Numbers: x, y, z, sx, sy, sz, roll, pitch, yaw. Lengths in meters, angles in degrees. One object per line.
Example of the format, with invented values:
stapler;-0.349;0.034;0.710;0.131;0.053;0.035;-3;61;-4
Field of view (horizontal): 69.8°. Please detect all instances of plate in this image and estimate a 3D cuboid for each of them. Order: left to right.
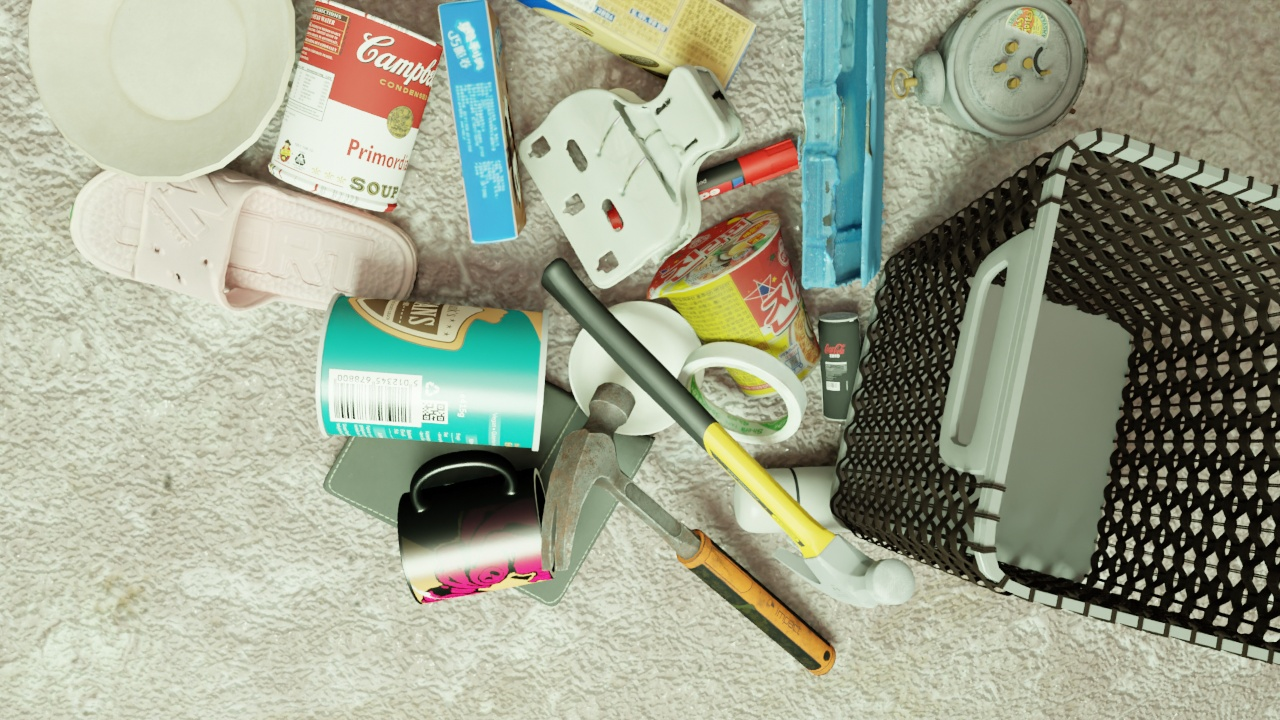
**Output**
plate;-0.317;-0.214;0.616;0.189;0.027;0.189;0;94;7
plate;-0.004;0.004;0.704;0.104;0.026;0.104;-2;102;-9

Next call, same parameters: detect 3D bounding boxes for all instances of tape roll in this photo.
tape roll;0.072;0.025;0.665;0.094;0.018;0.094;19;143;14

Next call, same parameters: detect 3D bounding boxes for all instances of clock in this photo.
clock;0.249;-0.208;0.658;0.148;0.056;0.104;-10;104;-4

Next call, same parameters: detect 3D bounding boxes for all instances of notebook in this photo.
notebook;-0.119;0.082;0.718;0.209;0.029;0.169;30;98;-7

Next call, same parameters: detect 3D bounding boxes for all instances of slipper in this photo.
slipper;-0.280;-0.083;0.646;0.239;0.064;0.094;11;102;-8

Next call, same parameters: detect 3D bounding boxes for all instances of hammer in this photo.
hammer;0.049;0.166;0.702;0.314;0.035;0.137;44;54;-26
hammer;0.047;0.050;0.646;0.323;0.127;0.029;45;73;4

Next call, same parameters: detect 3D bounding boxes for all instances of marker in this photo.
marker;0.046;-0.128;0.681;0.145;0.021;0.023;-20;112;1

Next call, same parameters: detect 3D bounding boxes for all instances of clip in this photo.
clip;0.005;-0.139;0.638;0.152;0.099;0.126;-33;88;17

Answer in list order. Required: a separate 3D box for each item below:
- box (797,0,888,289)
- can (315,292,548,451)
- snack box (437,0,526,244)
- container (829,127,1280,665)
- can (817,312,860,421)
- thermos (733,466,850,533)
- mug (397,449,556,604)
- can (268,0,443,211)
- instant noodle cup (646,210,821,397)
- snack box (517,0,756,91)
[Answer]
box;0.154;-0.168;0.642;0.054;0.093;0.232;9;106;37
can;-0.140;0.008;0.638;0.144;0.099;0.099;4;103;-7
snack box;-0.106;-0.160;0.627;0.034;0.087;0.151;-7;104;-2
container;0.287;0.036;0.593;0.245;0.244;0.247;16;82;-8
can;0.156;0.004;0.715;0.031;0.031;0.080;-7;104;-3
thermos;0.187;0.110;0.733;0.224;0.052;0.052;-1;104;-4
mug;-0.120;0.113;0.661;0.098;0.081;0.118;-11;125;-2
can;-0.191;-0.170;0.619;0.086;0.086;0.116;19;101;-9
instant noodle cup;0.081;-0.037;0.673;0.100;0.100;0.112;-32;112;4
snack box;-0.026;-0.251;0.628;0.206;0.057;0.056;26;97;-10
